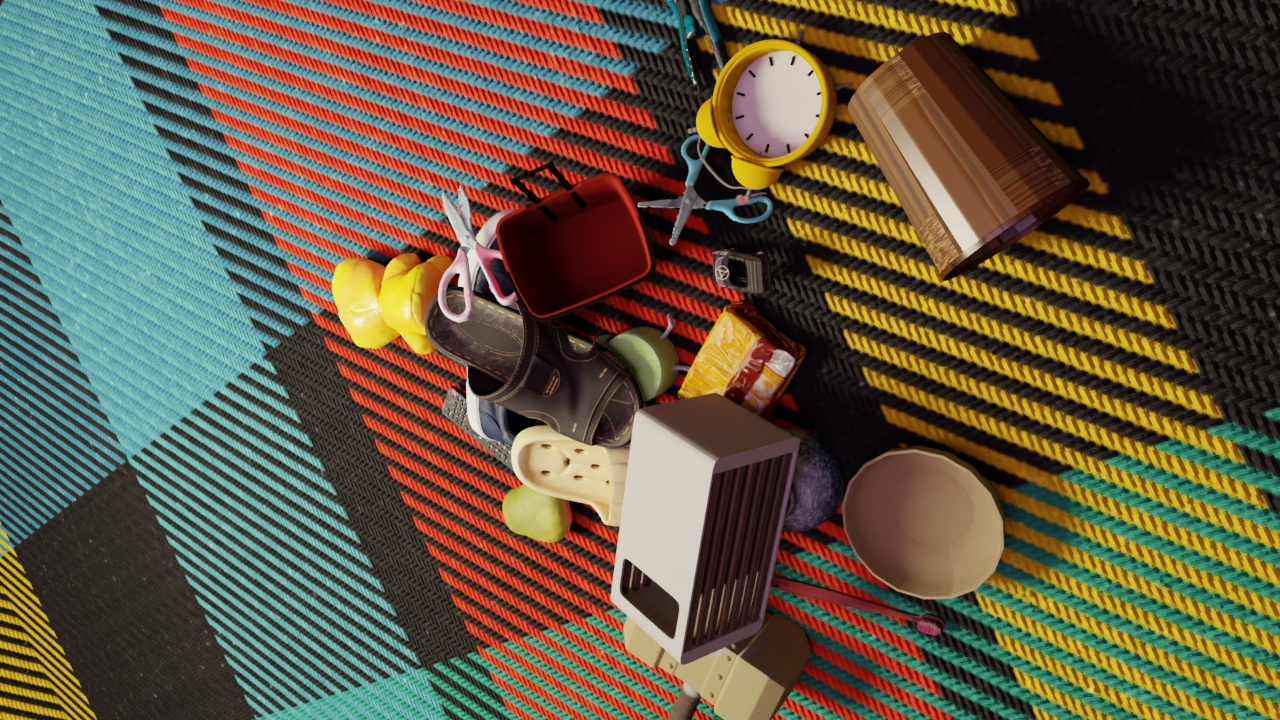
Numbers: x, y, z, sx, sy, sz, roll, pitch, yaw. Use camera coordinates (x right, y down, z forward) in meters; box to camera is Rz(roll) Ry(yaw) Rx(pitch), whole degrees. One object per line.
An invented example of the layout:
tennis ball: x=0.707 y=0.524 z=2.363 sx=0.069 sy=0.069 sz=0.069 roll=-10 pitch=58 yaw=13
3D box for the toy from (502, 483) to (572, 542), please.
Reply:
toy: x=-0.134 y=0.187 z=1.164 sx=0.110 sy=0.051 sz=0.090 roll=-9 pitch=97 yaw=37

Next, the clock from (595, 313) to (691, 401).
clock: x=-0.006 y=0.006 z=1.032 sx=0.120 sy=0.042 sz=0.094 roll=-24 pitch=90 yaw=36

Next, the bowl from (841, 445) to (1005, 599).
bowl: x=0.277 y=0.151 z=0.890 sx=0.152 sy=0.050 sz=0.152 roll=10 pitch=110 yaw=30

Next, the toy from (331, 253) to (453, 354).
toy: x=-0.319 y=-0.067 z=1.185 sx=0.194 sy=0.087 sz=0.134 roll=3 pitch=110 yaw=31

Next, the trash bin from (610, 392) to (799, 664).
trash bin: x=0.061 y=0.166 z=0.927 sx=0.114 sy=0.114 sz=0.229 roll=30 pitch=121 yaw=45

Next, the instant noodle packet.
instant noodle packet: x=0.107 y=0.012 z=0.964 sx=0.098 sy=0.039 sz=0.136 roll=36 pitch=120 yaw=15

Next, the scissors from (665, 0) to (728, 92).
scissors: x=0.049 y=-0.336 z=0.907 sx=0.127 sy=0.019 sz=0.142 roll=33 pitch=117 yaw=21

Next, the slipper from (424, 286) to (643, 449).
slipper: x=-0.114 y=0.007 z=0.985 sx=0.268 sy=0.075 sz=0.113 roll=31 pitch=92 yaw=0

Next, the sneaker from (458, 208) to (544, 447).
sneaker: x=-0.130 y=-0.025 z=1.067 sx=0.127 sy=0.120 sz=0.295 roll=24 pitch=119 yaw=39

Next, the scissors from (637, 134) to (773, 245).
scissors: x=0.062 y=-0.174 z=0.915 sx=0.015 sy=0.135 sz=0.133 roll=116 pitch=149 yaw=-67

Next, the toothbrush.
toothbrush: x=0.226 y=0.260 z=0.977 sx=0.190 sy=0.016 sz=0.016 roll=8 pitch=109 yaw=30

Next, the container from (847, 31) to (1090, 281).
container: x=0.261 y=-0.172 z=0.762 sx=0.132 sy=0.132 sz=0.167 roll=-39 pitch=76 yaw=34

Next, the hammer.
hammer: x=0.050 y=0.418 z=1.085 sx=0.190 sy=0.100 sz=0.326 roll=30 pitch=118 yaw=22

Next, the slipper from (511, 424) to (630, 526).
slipper: x=-0.030 y=0.132 z=1.030 sx=0.262 sy=0.079 sz=0.111 roll=9 pitch=109 yaw=13

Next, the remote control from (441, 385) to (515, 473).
remote control: x=-0.197 y=0.089 z=1.194 sx=0.150 sy=0.022 sz=0.047 roll=36 pitch=121 yaw=21

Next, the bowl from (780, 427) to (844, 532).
bowl: x=0.148 y=0.133 z=0.962 sx=0.114 sy=0.060 sz=0.114 roll=10 pitch=109 yaw=31

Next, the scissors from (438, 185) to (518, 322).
scissors: x=-0.199 y=-0.118 z=0.997 sx=0.103 sy=0.016 sz=0.178 roll=-29 pitch=66 yaw=-3

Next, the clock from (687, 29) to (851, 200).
clock: x=0.119 y=-0.233 z=0.876 sx=0.152 sy=0.051 sz=0.113 roll=-44 pitch=80 yaw=29

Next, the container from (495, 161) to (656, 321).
container: x=-0.066 y=-0.117 z=0.919 sx=0.148 sy=0.200 sz=0.127 roll=-22 pitch=91 yaw=5

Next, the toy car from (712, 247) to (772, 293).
toy car: x=0.100 y=-0.090 z=0.922 sx=0.092 sy=0.037 sz=0.040 roll=23 pitch=122 yaw=62
